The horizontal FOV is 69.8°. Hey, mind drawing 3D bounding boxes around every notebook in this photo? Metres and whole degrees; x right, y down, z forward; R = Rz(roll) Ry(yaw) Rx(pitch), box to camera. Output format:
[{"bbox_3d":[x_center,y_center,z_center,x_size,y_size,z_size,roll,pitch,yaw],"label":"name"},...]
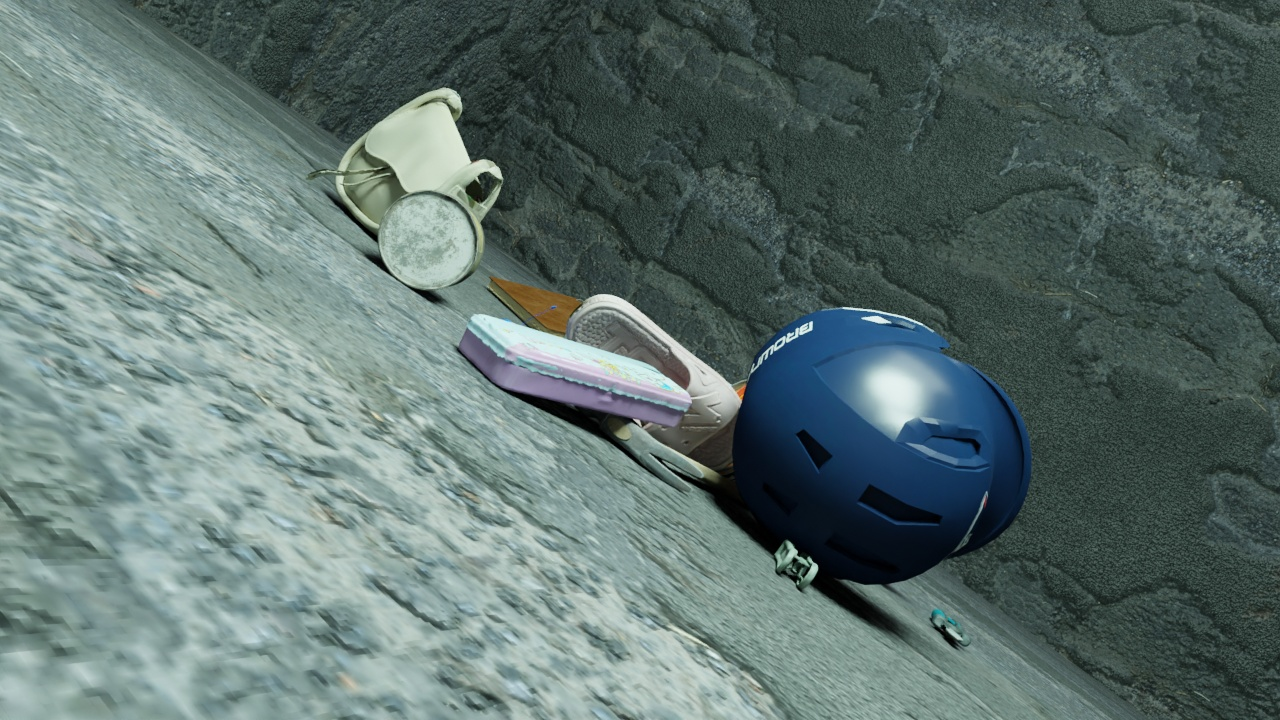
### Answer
[{"bbox_3d":[-0.109,-0.060,1.319,0.167,0.024,0.225,12,15,-34],"label":"notebook"}]

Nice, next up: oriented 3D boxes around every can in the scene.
[{"bbox_3d":[-0.193,-0.111,0.857,0.090,0.090,0.074,35,2,-8],"label":"can"}]

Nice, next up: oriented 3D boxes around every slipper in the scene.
[{"bbox_3d":[0.023,0.033,0.903,0.239,0.094,0.064,44,21,-24],"label":"slipper"}]

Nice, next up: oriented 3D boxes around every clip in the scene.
[{"bbox_3d":[0.122,0.160,0.723,0.044,0.023,0.076,34,0,8],"label":"clip"}]

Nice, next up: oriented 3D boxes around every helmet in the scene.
[{"bbox_3d":[0.213,0.095,0.817,0.272,0.233,0.222,24,28,-9],"label":"helmet"}]

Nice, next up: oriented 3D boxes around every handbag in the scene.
[{"bbox_3d":[-0.266,-0.215,1.036,0.132,0.184,0.229,29,23,-46],"label":"handbag"}]

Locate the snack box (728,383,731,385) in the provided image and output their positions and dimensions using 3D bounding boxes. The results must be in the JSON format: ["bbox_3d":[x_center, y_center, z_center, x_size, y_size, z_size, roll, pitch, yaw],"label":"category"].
[{"bbox_3d":[0.130,0.095,1.224,0.079,0.095,0.093,34,3,-22],"label":"snack box"}]

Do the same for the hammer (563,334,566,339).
[{"bbox_3d":[-0.058,0.009,1.033,0.098,0.044,0.322,35,5,-2],"label":"hammer"}]

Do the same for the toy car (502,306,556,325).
[{"bbox_3d":[-0.112,-0.038,0.868,0.033,0.062,0.092,34,3,-32],"label":"toy car"}]

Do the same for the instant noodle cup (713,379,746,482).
[{"bbox_3d":[0.141,0.105,1.036,0.122,0.123,0.123,43,-2,-30],"label":"instant noodle cup"}]

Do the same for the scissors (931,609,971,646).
[{"bbox_3d":[0.366,0.316,1.073,0.138,0.019,0.136,35,1,-26],"label":"scissors"}]

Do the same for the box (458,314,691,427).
[{"bbox_3d":[-0.045,0.010,0.741,0.214,0.033,0.076,17,16,-47],"label":"box"}]

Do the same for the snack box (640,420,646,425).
[{"bbox_3d":[-0.006,0.006,0.985,0.126,0.040,0.088,51,17,-19],"label":"snack box"}]

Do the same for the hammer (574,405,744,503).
[{"bbox_3d":[0.063,0.114,0.884,0.119,0.031,0.331,38,1,38],"label":"hammer"}]
